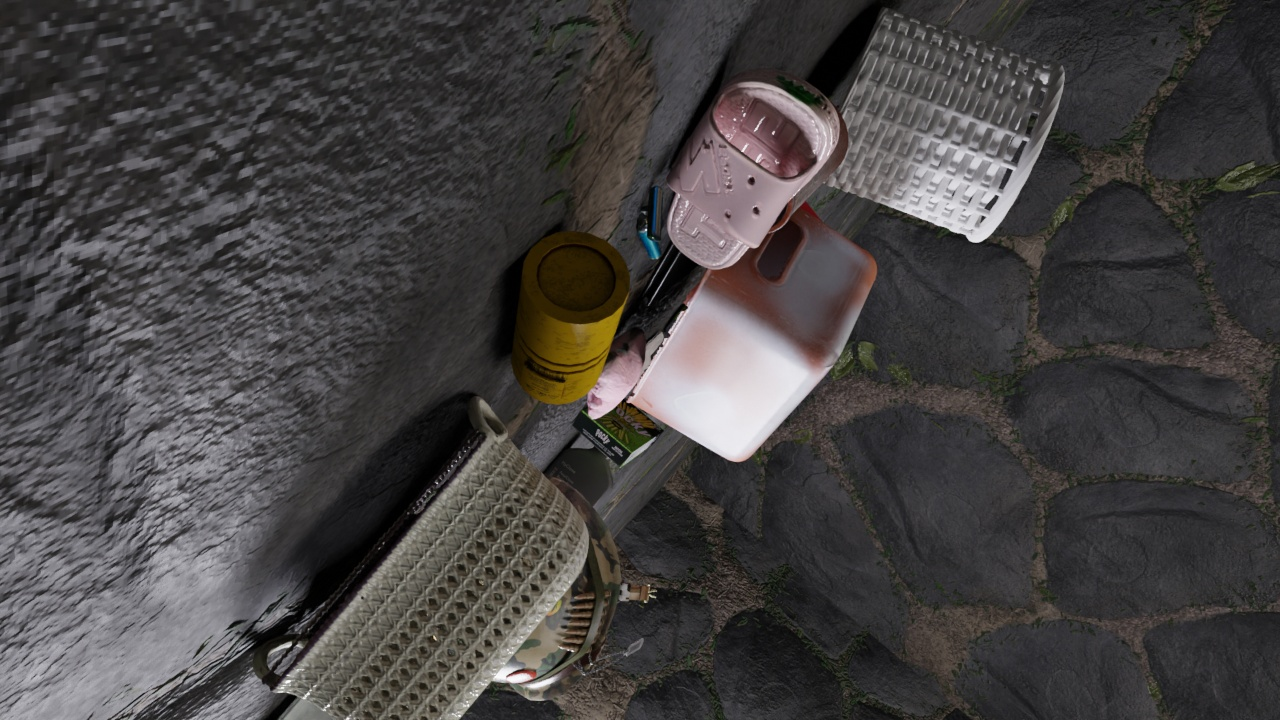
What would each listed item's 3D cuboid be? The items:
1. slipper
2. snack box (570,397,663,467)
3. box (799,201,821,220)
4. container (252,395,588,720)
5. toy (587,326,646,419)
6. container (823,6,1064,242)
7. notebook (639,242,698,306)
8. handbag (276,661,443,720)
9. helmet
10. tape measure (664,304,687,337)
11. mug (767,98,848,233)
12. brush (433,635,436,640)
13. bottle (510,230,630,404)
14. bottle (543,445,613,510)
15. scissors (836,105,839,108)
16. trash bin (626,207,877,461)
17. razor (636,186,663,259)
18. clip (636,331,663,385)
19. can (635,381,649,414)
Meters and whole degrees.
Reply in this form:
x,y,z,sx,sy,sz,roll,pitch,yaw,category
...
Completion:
x,y,z,sx,sy,sz,roll,pitch,yaw,category
0.067,-0.132,0.713,0.064,0.094,0.240,-51,178,-26,slipper
-0.026,0.087,1.177,0.025,0.080,0.147,-53,171,15,snack box
0.187,-0.126,1.206,0.157,0.135,0.118,-44,171,-41,box
-0.152,0.167,0.693,0.251,0.143,0.185,-50,-175,-2,container
-0.031,0.018,0.959,0.096,0.053,0.098,-65,171,31,toy
0.301,-0.243,0.948,0.189,0.187,0.189,24,88,-84,container
0.097,-0.165,0.961,0.230,0.019,0.170,-42,169,-44,notebook
-0.291,0.357,0.944,0.198,0.096,0.142,-48,172,-25,handbag
-0.109,0.234,0.947,0.235,0.193,0.224,-12,100,-50,helmet
0.063,-0.049,1.205,0.065,0.036,0.059,-42,168,-45,tape measure
0.112,-0.167,0.804,0.110,0.096,0.123,-39,175,-33,mug
-0.236,0.347,1.229,0.194,0.075,0.251,-38,165,-53,brush
-0.056,-0.017,0.651,0.070,0.071,0.164,-46,170,-26,bottle
-0.085,0.165,1.204,0.174,0.084,0.046,-51,171,-4,bottle
0.164,-0.204,0.990,0.150,0.019,0.130,-54,179,-11,scissors
0.118,-0.030,0.978,0.181,0.157,0.260,-57,177,-37,trash bin
0.008,-0.106,0.767,0.144,0.022,0.042,76,18,-84,razor
-0.007,0.006,1.153,0.101,0.040,0.054,-41,147,-42,clip
0.020,0.041,1.299,0.054,0.054,0.138,-48,171,-11,can
